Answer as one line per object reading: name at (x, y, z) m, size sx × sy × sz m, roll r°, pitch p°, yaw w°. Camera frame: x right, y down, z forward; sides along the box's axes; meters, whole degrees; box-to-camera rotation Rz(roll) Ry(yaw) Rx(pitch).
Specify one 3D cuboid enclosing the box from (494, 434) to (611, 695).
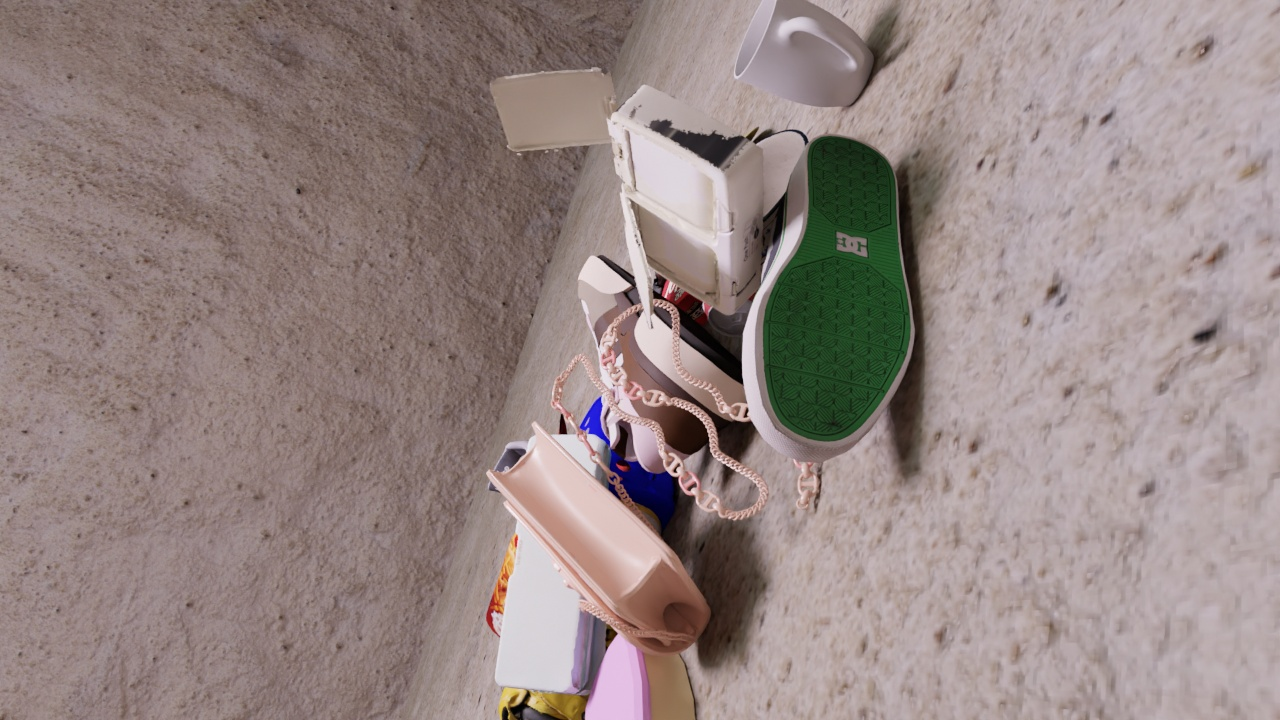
box at (-0.063, 0.156, 0.717) m, size 0.086 × 0.072 × 0.198 m, roll -23°, pitch 56°, yaw 49°

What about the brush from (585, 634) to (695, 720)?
brush at (0.003, 0.259, 0.571) m, size 0.228 × 0.043 × 0.089 m, roll -111°, pitch 42°, yaw -73°

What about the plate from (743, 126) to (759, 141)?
plate at (0.046, -0.177, 0.937) m, size 0.184 × 0.036 × 0.184 m, roll -49°, pitch 0°, yaw 0°

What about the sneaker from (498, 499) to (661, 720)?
sneaker at (-0.054, 0.233, 0.767) m, size 0.121 × 0.086 × 0.239 m, roll -84°, pitch 16°, yaw -58°

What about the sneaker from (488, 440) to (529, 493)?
sneaker at (-0.118, 0.159, 1.086) m, size 0.239 × 0.124 × 0.089 m, roll -107°, pitch 38°, yaw -71°

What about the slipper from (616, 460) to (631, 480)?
slipper at (-0.013, 0.066, 0.931) m, size 0.103 × 0.059 × 0.249 m, roll -87°, pitch 19°, yaw -54°

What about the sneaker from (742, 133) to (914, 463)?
sneaker at (0.102, -0.029, 0.526) m, size 0.079 × 0.084 × 0.234 m, roll 109°, pitch 179°, yaw -50°

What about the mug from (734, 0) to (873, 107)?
mug at (0.130, -0.229, 0.682) m, size 0.107 × 0.089 × 0.071 m, roll -139°, pitch 70°, yaw -78°

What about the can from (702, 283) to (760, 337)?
can at (0.079, -0.068, 0.739) m, size 0.054 × 0.054 × 0.096 m, roll 122°, pitch 163°, yaw -47°

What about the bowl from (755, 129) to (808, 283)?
bowl at (0.095, -0.105, 0.671) m, size 0.116 × 0.059 × 0.115 m, roll -39°, pitch 28°, yaw 25°

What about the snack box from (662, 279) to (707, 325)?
snack box at (0.068, -0.107, 0.897) m, size 0.152 × 0.036 × 0.132 m, roll 136°, pitch 151°, yaw -65°

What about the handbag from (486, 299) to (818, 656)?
handbag at (0.020, 0.091, 0.622) m, size 0.187 × 0.116 × 0.199 m, roll -46°, pitch 53°, yaw -7°

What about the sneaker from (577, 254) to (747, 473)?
sneaker at (-0.005, 0.004, 0.781) m, size 0.116 × 0.111 × 0.294 m, roll -54°, pitch 30°, yaw 7°

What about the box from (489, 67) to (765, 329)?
box at (-0.013, -0.103, 0.587) m, size 0.080 × 0.182 × 0.144 m, roll -46°, pitch -27°, yaw -20°

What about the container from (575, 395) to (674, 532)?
container at (-0.018, 0.106, 0.825) m, size 0.113 × 0.084 × 0.085 m, roll -89°, pitch 23°, yaw -55°

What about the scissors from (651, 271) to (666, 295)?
scissors at (0.024, -0.090, 0.991) m, size 0.134 × 0.019 × 0.130 m, roll -68°, pitch -17°, yaw -54°

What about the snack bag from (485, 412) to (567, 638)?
snack bag at (-0.094, 0.172, 0.886) m, size 0.138 × 0.066 × 0.208 m, roll -78°, pitch 6°, yaw -59°
